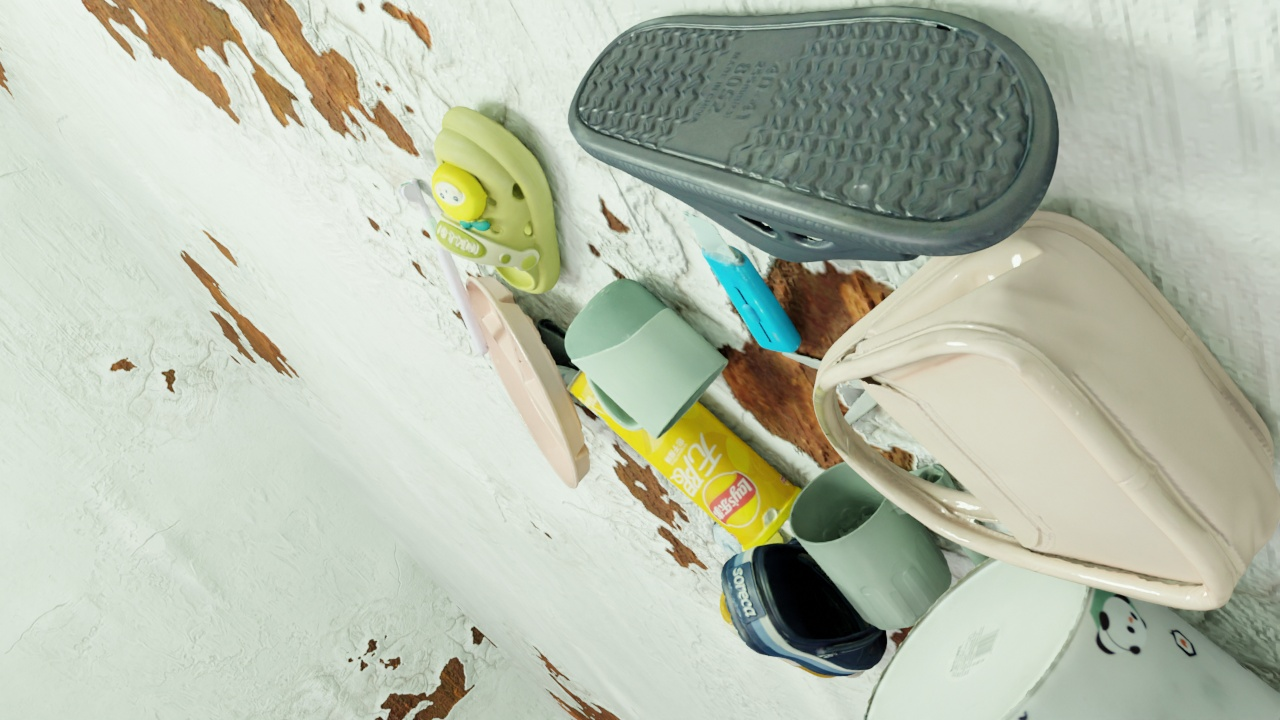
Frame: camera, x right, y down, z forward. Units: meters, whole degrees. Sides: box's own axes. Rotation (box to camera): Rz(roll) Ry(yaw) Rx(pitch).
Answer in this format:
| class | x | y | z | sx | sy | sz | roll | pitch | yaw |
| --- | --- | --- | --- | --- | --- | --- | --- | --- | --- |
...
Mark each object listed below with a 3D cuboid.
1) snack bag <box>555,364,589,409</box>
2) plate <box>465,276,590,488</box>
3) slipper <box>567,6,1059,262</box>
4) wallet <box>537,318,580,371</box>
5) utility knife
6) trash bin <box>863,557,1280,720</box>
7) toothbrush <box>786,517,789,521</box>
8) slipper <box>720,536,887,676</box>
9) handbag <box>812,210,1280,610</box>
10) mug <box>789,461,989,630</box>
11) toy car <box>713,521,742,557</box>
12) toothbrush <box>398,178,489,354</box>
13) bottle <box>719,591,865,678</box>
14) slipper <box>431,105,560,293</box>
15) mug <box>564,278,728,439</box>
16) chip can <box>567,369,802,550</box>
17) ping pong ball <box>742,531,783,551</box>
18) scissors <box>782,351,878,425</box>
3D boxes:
| class | x | y | z | sx | sy | sz | roll | pitch | yaw |
| --- | --- | --- | --- | --- | --- | --- | --- | --- | --- |
| snack bag | -0.054 | 0.028 | 0.874 | 0.105 | 0.026 | 0.045 | 24 | 147 | 36 |
| plate | -0.108 | 0.019 | 0.896 | 0.229 | 0.028 | 0.230 | 55 | 163 | 26 |
| slipper | 0.075 | -0.106 | 0.443 | 0.268 | 0.110 | 0.083 | 26 | 171 | 43 |
| wallet | -0.049 | 0.018 | 0.899 | 0.121 | 0.019 | 0.097 | 30 | 152 | 22 |
| utility knife | 0.063 | -0.045 | 0.559 | 0.034 | 0.018 | 0.191 | 20 | 169 | 29 |
| trash bin | 0.284 | 0.255 | 0.536 | 0.252 | 0.229 | 0.230 | 42 | 155 | 3 |
| toothbrush | 0.167 | 0.156 | 0.804 | 0.191 | 0.016 | 0.018 | 28 | 160 | 28 |
| slipper | 0.154 | 0.199 | 0.770 | 0.095 | 0.105 | 0.252 | -25 | 148 | 24 |
| handbag | 0.181 | 0.039 | 0.494 | 0.193 | 0.093 | 0.235 | 44 | 154 | -10 |
| mug | 0.188 | 0.132 | 0.675 | 0.124 | 0.083 | 0.103 | -22 | 117 | 36 |
| toy car | 0.115 | 0.200 | 0.932 | 0.105 | 0.031 | 0.049 | 39 | 154 | 9 |
| toothbrush | -0.188 | -0.086 | 0.894 | 0.021 | 0.029 | 0.189 | -12 | 118 | 15 |
| bottle | 0.157 | 0.264 | 0.897 | 0.189 | 0.068 | 0.068 | 36 | 162 | -33 |
| slipper | -0.118 | -0.108 | 0.729 | 0.092 | 0.081 | 0.191 | 27 | 154 | 25 |
| mug | -0.004 | 0.004 | 0.719 | 0.106 | 0.082 | 0.112 | 41 | 134 | 8 |
| chip can | 0.038 | 0.070 | 0.791 | 0.213 | 0.071 | 0.072 | 41 | 155 | 5 |
| ping pong ball | 0.118 | 0.179 | 0.881 | 0.040 | 0.040 | 0.040 | 34 | 154 | 19 |
| scissors | 0.163 | 0.016 | 0.592 | 0.176 | 0.012 | 0.162 | 29 | 153 | 29 |
